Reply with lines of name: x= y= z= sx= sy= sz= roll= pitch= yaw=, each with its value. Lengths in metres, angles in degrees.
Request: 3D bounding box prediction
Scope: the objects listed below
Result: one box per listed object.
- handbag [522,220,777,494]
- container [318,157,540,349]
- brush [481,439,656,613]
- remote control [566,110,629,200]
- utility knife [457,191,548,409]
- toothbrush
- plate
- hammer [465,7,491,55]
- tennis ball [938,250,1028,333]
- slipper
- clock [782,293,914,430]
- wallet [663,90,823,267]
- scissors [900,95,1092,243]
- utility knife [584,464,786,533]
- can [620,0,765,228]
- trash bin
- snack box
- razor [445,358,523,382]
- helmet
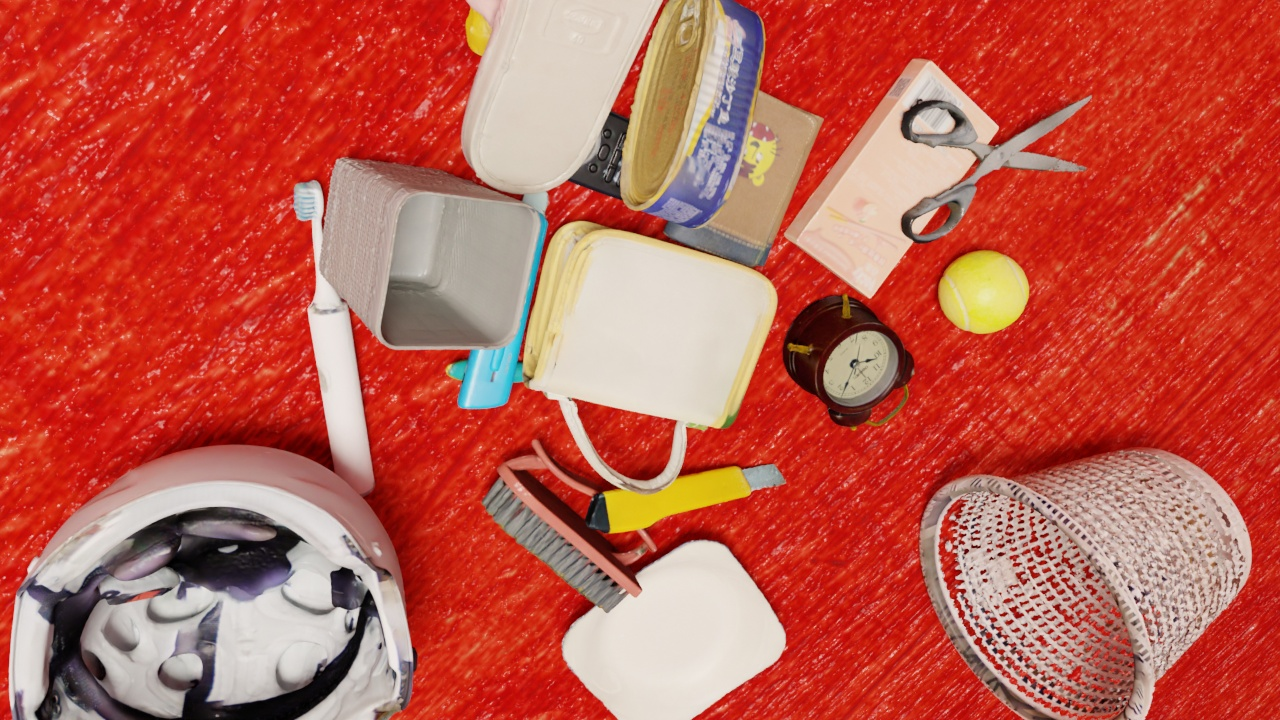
handbag: x=-0.004 y=0.004 z=0.645 sx=0.163 sy=0.063 sz=0.179 roll=13 pitch=99 yaw=-26
container: x=-0.133 y=-0.069 z=0.552 sx=0.090 sy=0.114 sz=0.090 roll=0 pitch=113 yaw=-40
brush: x=-0.052 y=0.121 z=0.694 sx=0.069 sy=0.063 sz=0.146 roll=-45 pitch=115 yaw=0
remote control: x=-0.033 y=-0.142 z=0.609 sx=0.136 sy=0.024 sz=0.053 roll=17 pitch=105 yaw=-27
utility knife: x=-0.089 y=-0.044 z=0.623 sx=0.034 sy=0.018 sz=0.162 roll=14 pitch=92 yaw=-22
toothbrush: x=-0.204 y=-0.009 z=0.613 sx=0.026 sy=0.027 sz=0.221 roll=-29 pitch=125 yaw=-48
plate: x=0.027 y=0.232 z=0.777 sx=0.164 sy=0.034 sz=0.163 roll=-34 pitch=117 yaw=-1
hammer: x=0.028 y=-0.276 z=0.555 sx=0.300 sy=0.032 sz=0.129 roll=-18 pitch=144 yaw=-15
tennis ball: x=0.266 y=-0.053 z=0.713 sx=0.065 sy=0.065 sz=0.065 roll=-6 pitch=113 yaw=-14
slipper: x=-0.039 y=-0.217 z=0.506 sx=0.114 sy=0.054 sz=0.275 roll=-3 pitch=134 yaw=-31
clock: x=0.165 y=0.004 z=0.713 sx=0.082 sy=0.055 sz=0.122 roll=-43 pitch=118 yaw=3
wallet: x=0.073 y=-0.128 z=0.640 sx=0.090 sy=0.033 sz=0.115 roll=13 pitch=106 yaw=-31
scissors: x=0.256 y=-0.150 z=0.673 sx=0.159 sy=0.014 sz=0.178 roll=36 pitch=95 yaw=-31
utility knife: x=0.039 y=0.105 z=0.715 sx=0.192 sy=0.015 sz=0.033 roll=-6 pitch=89 yaw=-33
can: x=0.033 y=-0.160 z=0.581 sx=0.049 sy=0.075 sz=0.148 roll=14 pitch=86 yaw=-32
trash bin: x=0.386 y=0.173 z=0.775 sx=0.191 sy=0.227 sz=0.228 roll=-19 pitch=116 yaw=-22
snack box: x=0.185 y=-0.132 z=0.678 sx=0.084 sy=0.026 sz=0.157 roll=32 pitch=100 yaw=-26
razor: x=-0.074 y=0.009 z=0.658 sx=0.132 sy=0.028 sz=0.043 roll=1 pitch=93 yaw=-20
helmet: x=-0.266 y=0.161 z=0.599 sx=0.229 sy=0.145 sz=0.259 roll=-5 pitch=121 yaw=-13
